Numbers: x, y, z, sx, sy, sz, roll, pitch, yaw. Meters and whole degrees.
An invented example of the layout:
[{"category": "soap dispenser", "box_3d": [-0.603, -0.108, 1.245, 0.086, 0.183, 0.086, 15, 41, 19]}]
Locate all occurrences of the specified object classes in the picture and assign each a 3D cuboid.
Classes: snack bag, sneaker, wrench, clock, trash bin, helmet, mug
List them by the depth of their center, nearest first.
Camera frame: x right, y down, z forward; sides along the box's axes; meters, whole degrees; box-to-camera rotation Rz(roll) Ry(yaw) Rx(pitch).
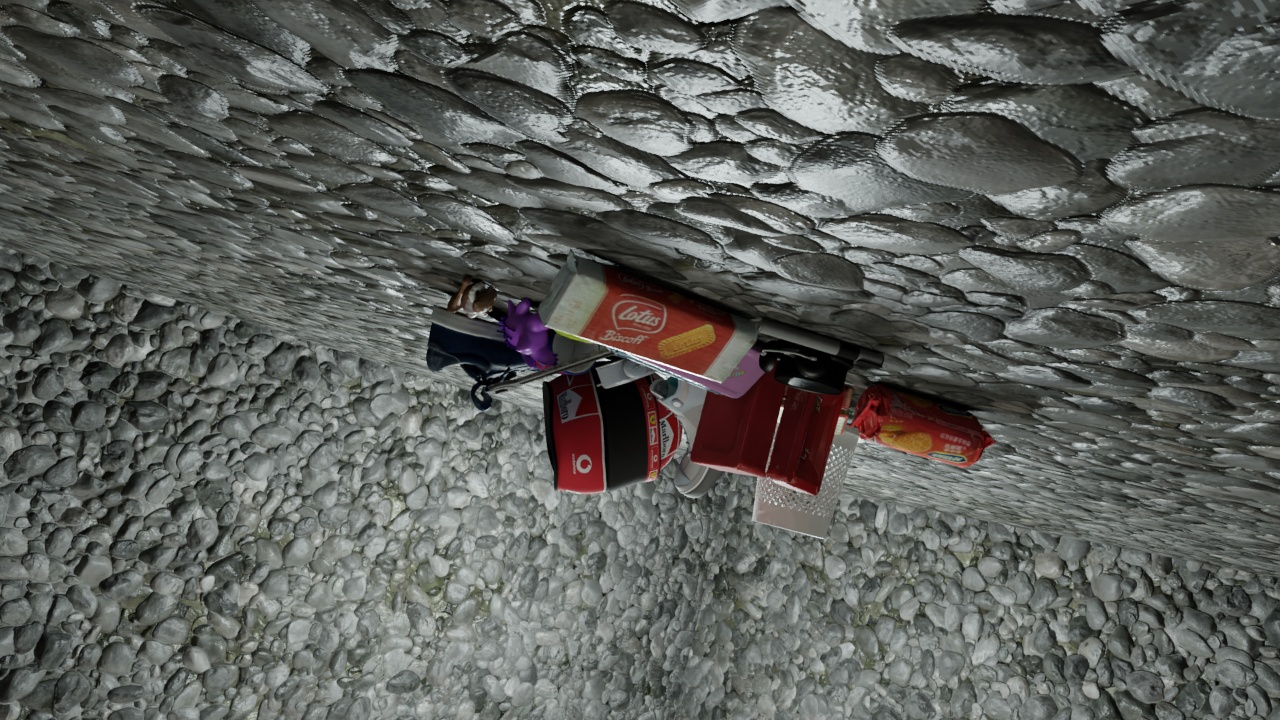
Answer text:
[{"category": "snack bag", "box_3d": [0.011, -0.039, 0.938, 0.225, 0.078, 0.041, 17, -147, -29]}, {"category": "clock", "box_3d": [0.186, 0.005, 1.036, 0.091, 0.042, 0.120, 7, 169, 43]}, {"category": "snack bag", "box_3d": [0.354, 0.083, 1.166, 0.176, 0.082, 0.082, 16, 172, -12]}, {"category": "wrench", "box_3d": [-0.082, 0.002, 1.189, 0.274, 0.010, 0.070, -18, 170, 23]}, {"category": "clock", "box_3d": [-0.007, 0.007, 1.263, 0.094, 0.035, 0.123, -20, -177, -34]}, {"category": "mug", "box_3d": [-0.092, -0.021, 1.287, 0.111, 0.075, 0.076, -9, -175, -31]}, {"category": "sneaker", "box_3d": [0.071, 0.099, 1.381, 0.160, 0.092, 0.257, 24, 131, -10]}, {"category": "sneaker", "box_3d": [-0.214, 0.008, 1.403, 0.121, 0.127, 0.294, 20, -176, 35]}, {"category": "helmet", "box_3d": [-0.042, 0.105, 1.489, 0.224, 0.198, 0.271, -5, -161, -9]}, {"category": "trash bin", "box_3d": [0.290, 0.208, 1.660, 0.195, 0.199, 0.195, 14, 172, 2]}]

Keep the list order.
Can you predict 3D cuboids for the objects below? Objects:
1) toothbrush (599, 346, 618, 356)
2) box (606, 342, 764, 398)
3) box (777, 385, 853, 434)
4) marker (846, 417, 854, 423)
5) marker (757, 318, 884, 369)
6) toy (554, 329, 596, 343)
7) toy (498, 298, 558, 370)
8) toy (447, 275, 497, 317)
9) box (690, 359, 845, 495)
[{"category": "toothbrush", "box_3d": [-0.114, -0.034, 1.393, 0.186, 0.015, 0.016, 16, 177, -16]}, {"category": "box", "box_3d": [0.048, -0.028, 1.069, 0.214, 0.090, 0.093, 22, -153, -42]}, {"category": "box", "box_3d": [0.245, 0.066, 1.326, 0.118, 0.050, 0.205, 14, 173, 11]}, {"category": "marker", "box_3d": [0.318, 0.094, 1.501, 0.142, 0.013, 0.013, 7, 169, 37]}, {"category": "marker", "box_3d": [0.191, -0.018, 0.969, 0.140, 0.016, 0.016, 16, 172, -10]}, {"category": "toy", "box_3d": [-0.066, -0.044, 1.154, 0.092, 0.043, 0.118, 8, 176, 4]}, {"category": "toy", "box_3d": [-0.154, -0.036, 1.218, 0.055, 0.106, 0.088, -18, -148, -26]}, {"category": "toy", "box_3d": [-0.216, -0.079, 1.185, 0.055, 0.041, 0.102, 38, 160, -7]}, {"category": "box", "box_3d": [0.152, 0.073, 1.176, 0.165, 0.157, 0.151, 13, 170, 28]}]
